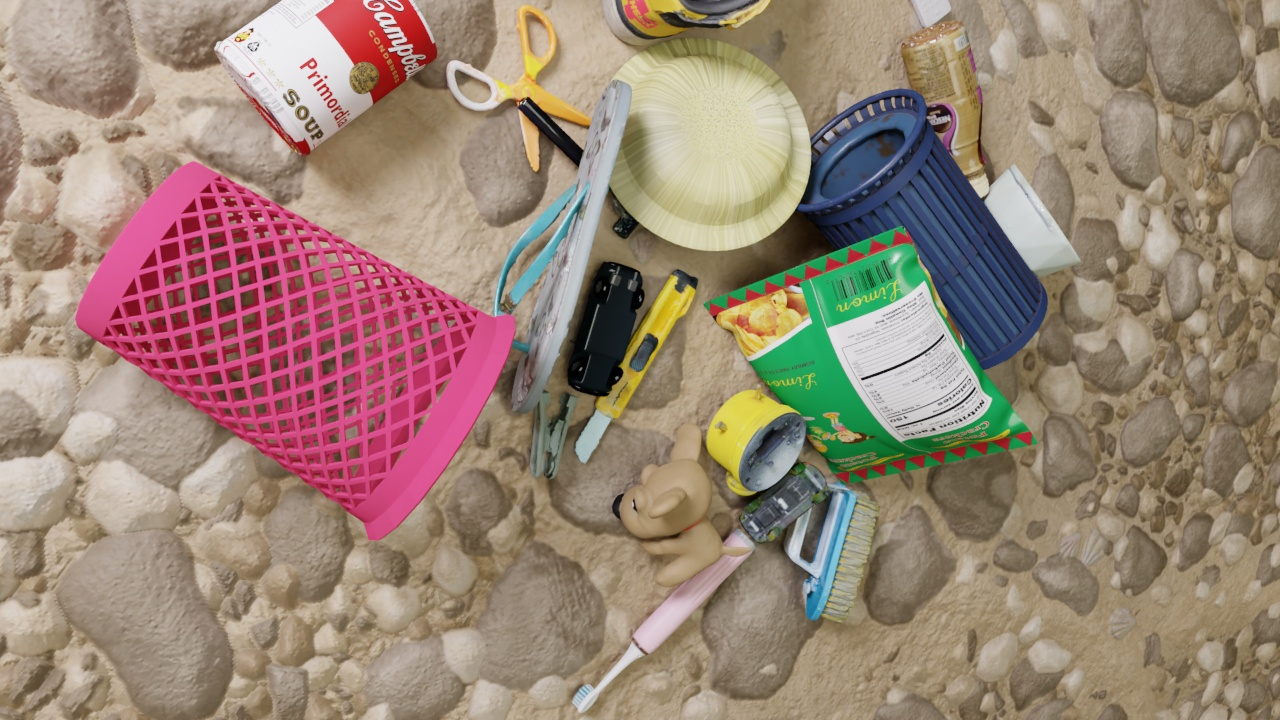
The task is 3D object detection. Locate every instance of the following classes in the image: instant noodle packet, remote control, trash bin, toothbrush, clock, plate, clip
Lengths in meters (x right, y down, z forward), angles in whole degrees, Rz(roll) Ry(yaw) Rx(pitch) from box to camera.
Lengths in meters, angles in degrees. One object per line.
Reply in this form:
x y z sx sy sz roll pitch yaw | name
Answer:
0.203 0.011 0.816 0.253 0.196 0.090 50 42 -24 | instant noodle packet
0.247 -0.372 0.844 0.033 0.012 0.131 -38 113 -11 | remote control
0.257 -0.104 0.833 0.249 0.139 0.139 43 81 -27 | trash bin
0.022 0.242 0.853 0.222 0.026 0.027 -42 134 -12 | toothbrush
0.108 0.079 0.837 0.083 0.057 0.119 -42 138 -15 | clock
0.059 -0.183 0.742 0.184 0.036 0.184 2 81 -13 | plate
-0.070 0.062 0.777 0.050 0.023 0.078 -8 101 -22 | clip

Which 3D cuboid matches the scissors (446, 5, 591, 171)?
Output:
-0.096 -0.210 0.717 0.128 0.011 0.125 -12 107 -22 | scissors

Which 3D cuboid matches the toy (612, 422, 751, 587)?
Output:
0.032 0.136 0.804 0.106 0.133 0.108 -15 113 22 | toy

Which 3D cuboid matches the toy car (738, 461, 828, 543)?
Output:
0.136 0.134 0.869 0.091 0.036 0.042 -41 83 4 | toy car

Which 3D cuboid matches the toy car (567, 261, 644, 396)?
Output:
-0.030 -0.026 0.771 0.046 0.034 0.112 15 92 -27 | toy car

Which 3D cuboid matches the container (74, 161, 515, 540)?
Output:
-0.229 -0.015 0.614 0.225 0.183 0.183 34 85 -19 | container

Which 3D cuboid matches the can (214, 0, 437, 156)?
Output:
-0.211 -0.208 0.623 0.116 0.087 0.086 -42 114 -13 | can

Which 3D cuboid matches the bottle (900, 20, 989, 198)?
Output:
0.296 -0.231 0.869 0.059 0.060 0.166 -31 114 -17 | bottle

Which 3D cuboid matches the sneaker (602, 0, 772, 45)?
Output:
0.091 -0.327 0.720 0.238 0.122 0.086 -35 114 -14 | sneaker

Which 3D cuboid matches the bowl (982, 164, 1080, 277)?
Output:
0.376 -0.130 0.909 0.061 0.117 0.117 -35 119 26 | bowl

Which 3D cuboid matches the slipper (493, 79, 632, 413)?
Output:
-0.068 -0.084 0.695 0.054 0.098 0.269 15 103 -19 | slipper

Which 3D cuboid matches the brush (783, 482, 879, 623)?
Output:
0.179 0.189 0.902 0.075 0.055 0.136 13 95 -4 | brush

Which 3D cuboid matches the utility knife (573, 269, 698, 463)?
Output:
-0.005 0.005 0.802 0.030 0.018 0.191 32 89 -17 | utility knife

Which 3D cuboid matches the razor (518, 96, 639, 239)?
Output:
-0.044 -0.158 0.740 0.144 0.022 0.042 42 80 -31 | razor
